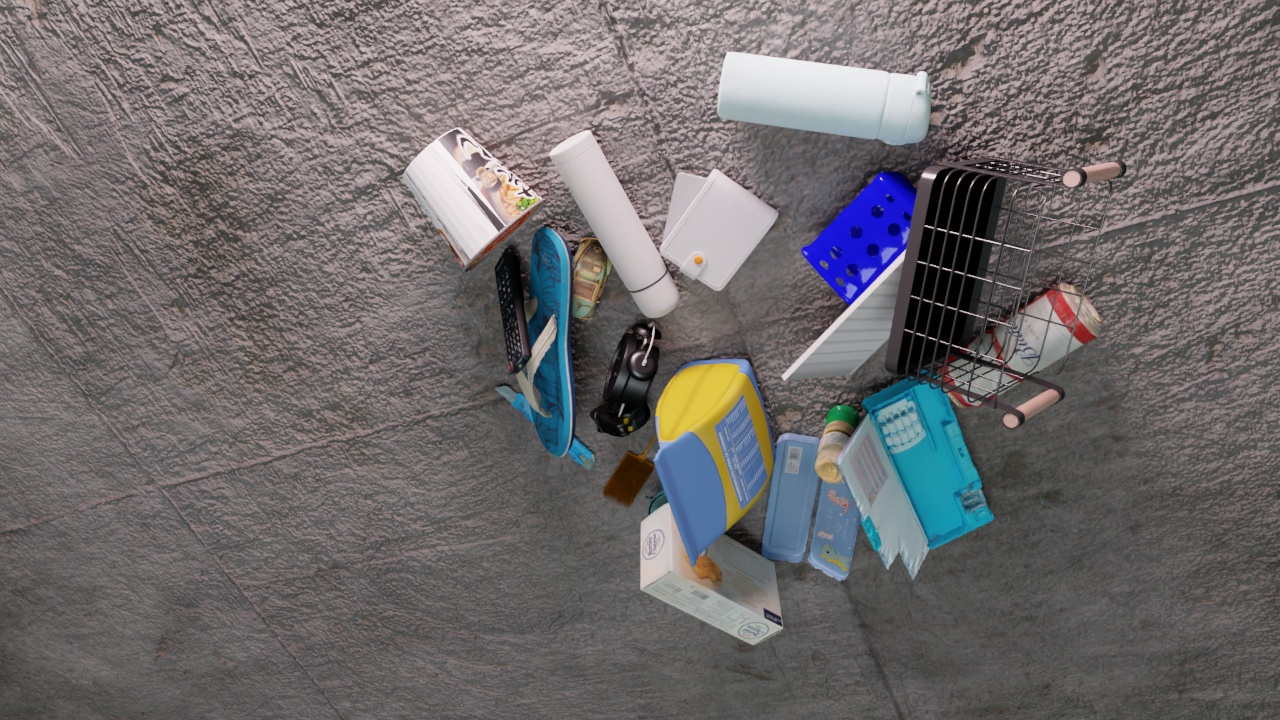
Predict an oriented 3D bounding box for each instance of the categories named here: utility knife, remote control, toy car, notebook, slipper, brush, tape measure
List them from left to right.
[{"bbox_3d":[-0.148,-0.059,1.080,0.022,0.150,0.047,3,151,-28],"label":"remote control"},{"bbox_3d":[-0.125,-0.017,1.111,0.060,0.118,0.295,-11,120,-26],"label":"slipper"},{"bbox_3d":[-0.125,0.089,1.235,0.174,0.015,0.031,42,117,-11],"label":"utility knife"},{"bbox_3d":[-0.066,-0.090,1.087,0.047,0.047,0.112,20,124,-3],"label":"toy car"},{"bbox_3d":[-0.021,0.066,1.162,0.067,0.062,0.038,12,134,54],"label":"tape measure"},{"bbox_3d":[-0.008,0.148,1.239,0.048,0.017,0.127,28,124,-4],"label":"brush"},{"bbox_3d":[0.260,-0.051,0.990,0.210,0.142,0.009,-50,60,33],"label":"notebook"}]

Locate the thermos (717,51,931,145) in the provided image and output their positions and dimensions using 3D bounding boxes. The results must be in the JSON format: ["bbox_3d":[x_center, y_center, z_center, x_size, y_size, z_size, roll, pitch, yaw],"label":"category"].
[{"bbox_3d":[0.183,-0.259,0.909,0.207,0.065,0.078,10,146,8],"label":"thermos"}]

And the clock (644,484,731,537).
[{"bbox_3d":[0.069,0.208,1.236,0.124,0.053,0.090,38,123,-10],"label":"clock"}]

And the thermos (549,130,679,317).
[{"bbox_3d":[-0.024,-0.148,1.037,0.052,0.052,0.224,-20,114,24],"label":"thermos"}]

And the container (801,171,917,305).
[{"bbox_3d":[0.244,-0.128,0.954,0.085,0.084,0.114,50,121,11],"label":"container"}]

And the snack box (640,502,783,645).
[{"bbox_3d":[0.092,0.278,1.186,0.207,0.104,0.058,34,125,-29],"label":"snack box"}]

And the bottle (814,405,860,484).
[{"bbox_3d":[0.235,0.098,1.089,0.043,0.110,0.043,10,124,15],"label":"bottle"}]

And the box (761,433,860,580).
[{"bbox_3d":[0.228,0.192,1.200,0.127,0.034,0.209,14,124,18],"label":"box"}]

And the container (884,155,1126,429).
[{"bbox_3d":[0.348,-0.077,0.879,0.130,0.162,0.242,24,119,40],"label":"container"}]

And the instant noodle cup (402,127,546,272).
[{"bbox_3d":[-0.192,-0.185,1.027,0.124,0.123,0.122,-38,97,30],"label":"instant noodle cup"}]

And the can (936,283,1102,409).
[{"bbox_3d":[0.411,-0.013,1.003,0.067,0.067,0.171,43,122,-14],"label":"can"}]

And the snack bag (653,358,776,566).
[{"bbox_3d":[0.076,0.115,1.080,0.102,0.204,0.159,-3,121,29],"label":"snack bag"}]

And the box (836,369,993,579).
[{"bbox_3d":[0.318,0.145,1.095,0.181,0.072,0.227,-36,115,-15],"label":"box"}]

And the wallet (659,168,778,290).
[{"bbox_3d":[0.072,-0.150,1.022,0.115,0.037,0.119,33,120,-7],"label":"wallet"}]

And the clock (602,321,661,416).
[{"bbox_3d":[-0.006,0.006,1.107,0.042,0.091,0.121,19,131,-10],"label":"clock"}]
